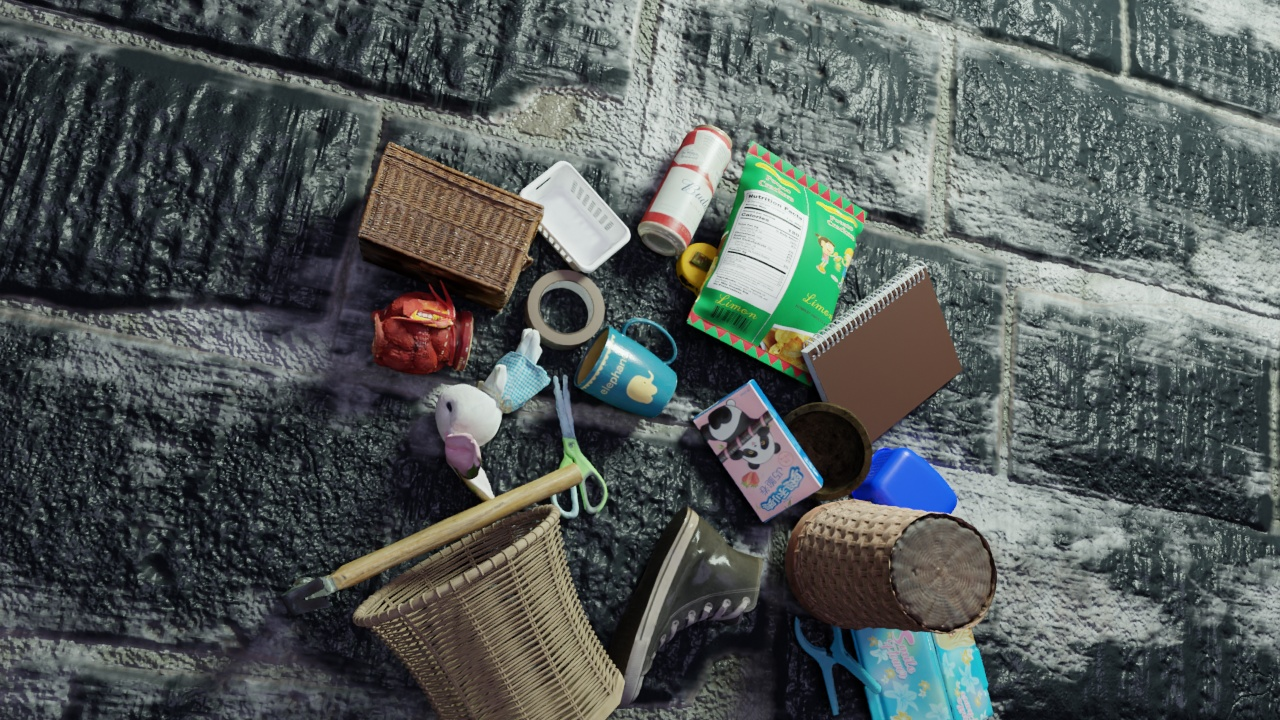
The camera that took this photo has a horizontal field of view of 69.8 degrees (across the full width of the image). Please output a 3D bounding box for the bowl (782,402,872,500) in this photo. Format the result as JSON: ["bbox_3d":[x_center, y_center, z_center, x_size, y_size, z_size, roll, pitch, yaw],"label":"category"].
[{"bbox_3d":[0.226,0.107,1.136,0.121,0.056,0.121,3,101,17],"label":"bowl"}]

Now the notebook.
[{"bbox_3d":[0.313,-0.003,1.179,0.208,0.022,0.172,-34,112,-18],"label":"notebook"}]

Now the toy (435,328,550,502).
[{"bbox_3d":[-0.175,0.043,1.040,0.106,0.131,0.205,22,67,7],"label":"toy"}]

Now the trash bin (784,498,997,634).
[{"bbox_3d":[0.268,0.224,1.005,0.151,0.210,0.151,3,78,-14],"label":"trash bin"}]

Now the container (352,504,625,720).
[{"bbox_3d":[-0.142,0.287,0.934,0.226,0.227,0.196,-27,93,-18],"label":"container"}]

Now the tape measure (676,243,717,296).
[{"bbox_3d":[0.077,-0.120,1.170,0.059,0.030,0.068,32,72,-8],"label":"tape measure"}]

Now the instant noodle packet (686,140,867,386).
[{"bbox_3d":[0.178,-0.121,1.157,0.195,0.090,0.252,26,76,-22],"label":"instant noodle packet"}]

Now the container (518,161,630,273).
[{"bbox_3d":[-0.084,-0.170,1.127,0.080,0.050,0.129,-42,91,-19],"label":"container"}]

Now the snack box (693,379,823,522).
[{"bbox_3d":[0.143,0.110,1.114,0.088,0.033,0.154,-35,88,19],"label":"snack box"}]

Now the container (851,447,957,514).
[{"bbox_3d":[0.337,0.171,1.162,0.114,0.058,0.096,44,72,-2],"label":"container"}]

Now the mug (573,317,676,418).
[{"bbox_3d":[-0.006,0.006,1.088,0.104,0.084,0.112,30,98,-15],"label":"mug"}]

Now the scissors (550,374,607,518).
[{"bbox_3d":[-0.080,0.099,1.094,0.072,0.033,0.175,-6,84,-12],"label":"scissors"}]

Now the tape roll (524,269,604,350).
[{"bbox_3d":[-0.092,-0.061,1.112,0.093,0.030,0.093,3,78,-14],"label":"tape roll"}]

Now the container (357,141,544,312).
[{"bbox_3d":[-0.219,-0.147,1.054,0.198,0.114,0.112,20,77,-9],"label":"container"}]

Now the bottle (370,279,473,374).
[{"bbox_3d":[-0.248,-0.034,1.033,0.111,0.099,0.099,8,76,-18],"label":"bottle"}]

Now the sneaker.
[{"bbox_3d":[0.048,0.298,1.047,0.120,0.095,0.234,31,66,-7],"label":"sneaker"}]

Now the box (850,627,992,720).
[{"bbox_3d":[0.358,0.399,1.118,0.180,0.074,0.227,-10,81,-15],"label":"box"}]

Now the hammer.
[{"bbox_3d":[-0.214,0.185,0.972,0.330,0.132,0.033,-23,88,-16],"label":"hammer"}]

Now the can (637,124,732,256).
[{"bbox_3d":[0.058,-0.216,1.165,0.067,0.067,0.170,29,73,-7],"label":"can"}]

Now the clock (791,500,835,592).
[{"bbox_3d":[0.238,0.237,1.130,0.087,0.044,0.124,23,74,-9],"label":"clock"}]

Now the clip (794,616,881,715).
[{"bbox_3d":[0.217,0.362,1.101,0.113,0.028,0.126,-21,80,6],"label":"clip"}]
